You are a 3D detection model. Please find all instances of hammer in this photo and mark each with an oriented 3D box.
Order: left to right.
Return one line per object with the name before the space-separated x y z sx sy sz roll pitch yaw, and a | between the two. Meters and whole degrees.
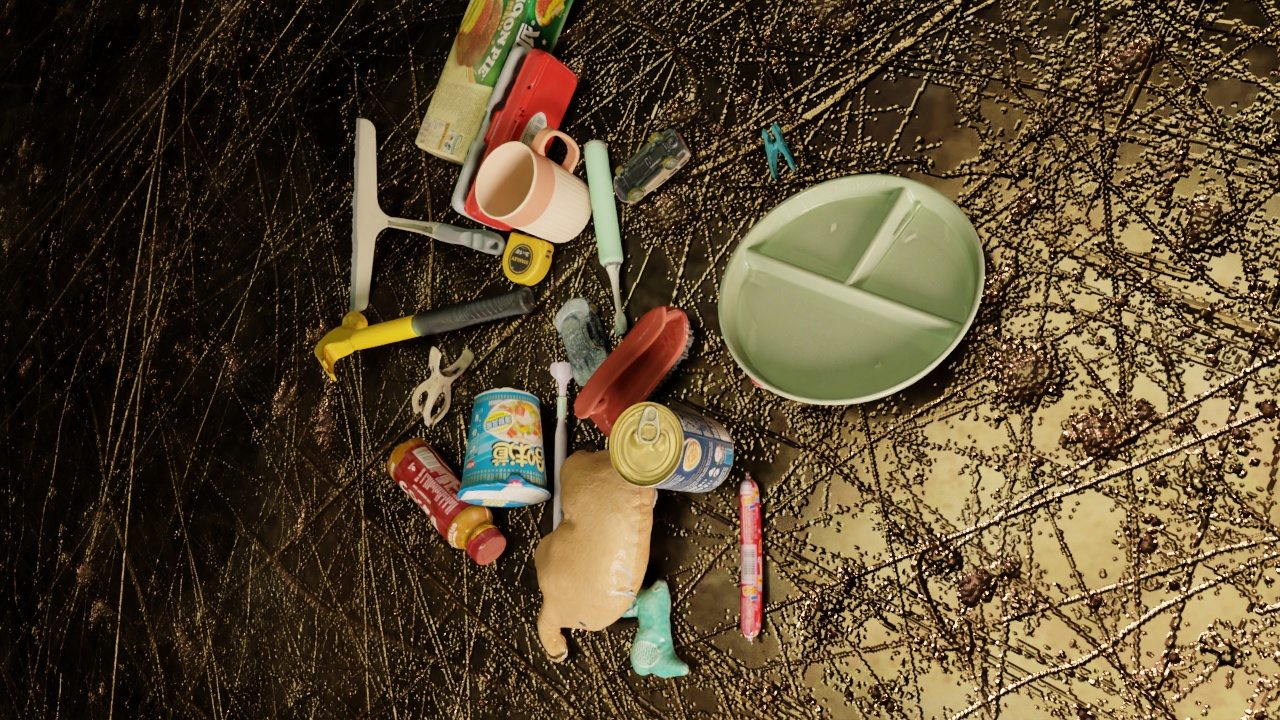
hammer | -0.261 -0.042 1.086 0.301 0.033 0.128 -12 31 23

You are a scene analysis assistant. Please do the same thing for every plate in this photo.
plate | 0.179 -0.062 0.799 0.231 0.027 0.229 -13 58 22

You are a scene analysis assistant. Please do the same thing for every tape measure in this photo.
tape measure | -0.127 -0.113 1.039 0.060 0.029 0.057 19 90 34

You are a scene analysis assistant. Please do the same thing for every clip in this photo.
clip | -0.235 0.028 1.080 0.034 0.064 0.098 38 109 33
clip | 0.134 -0.206 0.898 0.041 0.014 0.056 -22 71 27

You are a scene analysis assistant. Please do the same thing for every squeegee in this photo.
squeegee | -0.253 -0.159 1.125 0.247 0.039 0.247 14 106 29

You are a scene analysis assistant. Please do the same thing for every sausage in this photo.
sausage | 0.101 0.180 0.841 0.020 0.020 0.155 -6 78 32

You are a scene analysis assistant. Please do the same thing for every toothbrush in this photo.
toothbrush | -0.085 0.096 0.978 0.029 0.021 0.189 1 81 0
toothbrush | -0.035 -0.134 0.985 0.027 0.026 0.224 137 128 -63

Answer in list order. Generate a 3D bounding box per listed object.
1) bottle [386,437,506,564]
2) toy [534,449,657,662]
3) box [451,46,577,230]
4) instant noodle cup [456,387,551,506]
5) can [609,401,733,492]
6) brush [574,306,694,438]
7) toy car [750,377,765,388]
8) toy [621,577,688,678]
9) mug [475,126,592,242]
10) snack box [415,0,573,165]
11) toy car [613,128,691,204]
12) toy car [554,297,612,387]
bottle | -0.216 0.158 1.027 0.175 0.057 0.057 39 102 32
toy | -0.052 0.200 0.903 0.143 0.082 0.226 19 92 55
box | -0.145 -0.250 1.045 0.068 0.090 0.201 25 94 33
instant noodle cup | -0.143 0.092 0.978 0.099 0.099 0.109 -15 64 30
can | 0.032 0.083 0.850 0.075 0.111 0.075 -7 77 30
brush | -0.005 0.005 0.913 0.146 0.069 0.063 -51 60 15
toy car | 0.152 0.004 0.827 0.121 0.045 0.053 4 81 36
toy | 0.007 0.256 0.883 0.097 0.030 0.091 -13 69 38
mug | -0.106 -0.193 0.995 0.082 0.105 0.114 32 98 33
snack box | -0.174 -0.345 1.087 0.114 0.063 0.240 25 95 41
toy car | 0.011 -0.201 0.963 0.091 0.035 0.042 -38 61 22
toy car | -0.062 -0.021 0.978 0.049 0.031 0.105 -32 64 23
